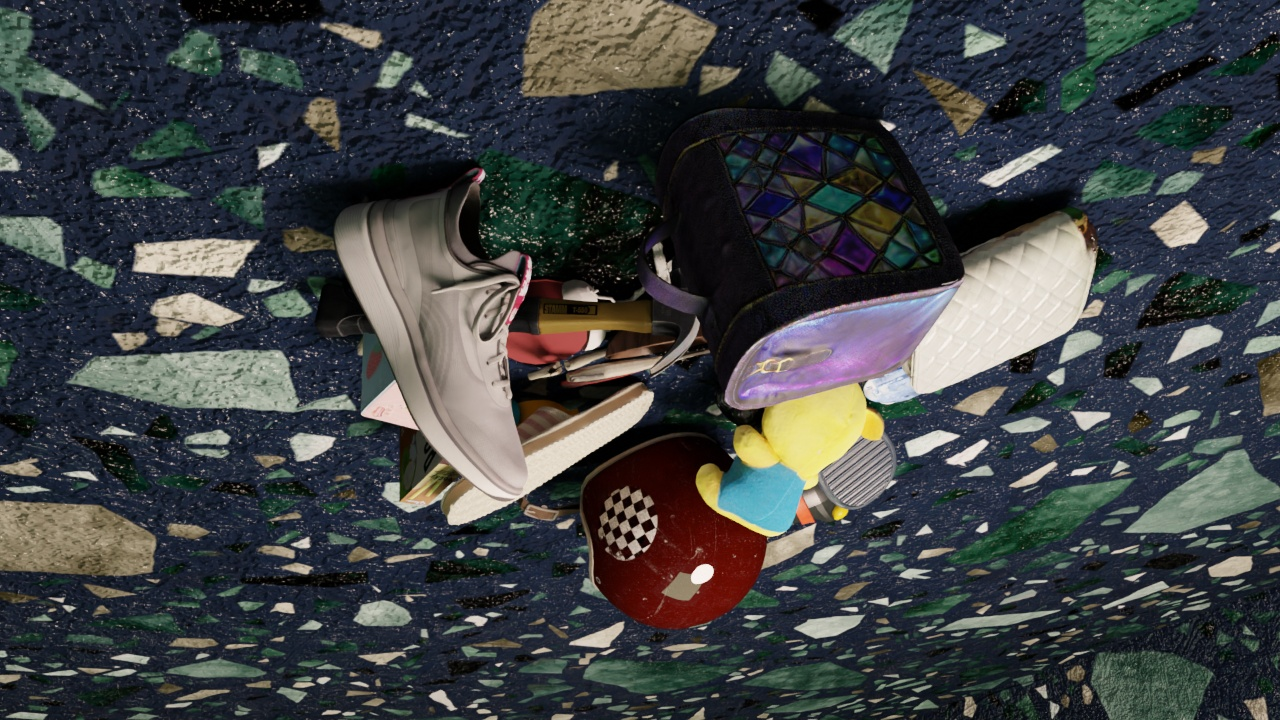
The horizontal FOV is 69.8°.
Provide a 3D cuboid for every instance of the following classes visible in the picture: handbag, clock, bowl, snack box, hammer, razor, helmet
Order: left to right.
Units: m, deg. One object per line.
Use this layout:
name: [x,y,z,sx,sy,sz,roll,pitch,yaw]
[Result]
snack box: [-0.202,0.007,0.861,0.094,0.092,0.080,20,138,-38]
snack box: [-0.195,0.065,0.945,0.031,0.101,0.187,16,140,-34]
hammer: [-0.114,-0.039,0.797,0.333,0.117,0.025,0,151,1]
clock: [-0.138,0.078,1.038,0.129,0.043,0.099,-3,148,-22]
clock: [-0.083,-0.038,0.866,0.124,0.044,0.087,-11,148,3]
helmet: [0.027,0.204,1.138,0.233,0.253,0.234,11,136,-44]
bowl: [0.022,-0.028,0.893,0.119,0.032,0.119,-10,177,-1]
razor: [0.130,0.065,1.061,0.053,0.063,0.140,-19,145,16]
handbag: [0.107,-0.081,0.707,0.221,0.204,0.126,-7,148,-15]
clock: [0.294,0.013,1.032,0.089,0.051,0.125,-23,145,20]
handbag: [0.328,-0.059,0.875,0.195,0.072,0.139,-24,141,-4]

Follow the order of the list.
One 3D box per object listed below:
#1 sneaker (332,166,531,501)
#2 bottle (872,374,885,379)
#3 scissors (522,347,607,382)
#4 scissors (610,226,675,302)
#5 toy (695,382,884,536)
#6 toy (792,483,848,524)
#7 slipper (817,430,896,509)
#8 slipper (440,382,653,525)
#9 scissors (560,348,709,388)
sneaker: [-0.130,-0.022,0.721,0.129,0.263,0.096,-25,178,9]
bottle: [0.256,-0.032,0.946,0.047,0.047,0.113,11,120,-28]
scissors: [-0.084,0.010,0.897,0.163,0.012,0.154,-22,-175,-43]
scissors: [0.008,-0.074,0.862,0.165,0.014,0.141,-22,148,21]
toy: [0.165,0.096,0.989,0.149,0.084,0.214,30,105,-37]
toy: [0.200,0.173,1.216,0.119,0.097,0.100,-25,132,8]
slipper: [0.220,0.072,1.090,0.101,0.082,0.263,-35,124,5]
slipper: [-0.101,0.090,0.987,0.262,0.052,0.115,-28,159,-26]
scissors: [-0.008,0.006,0.933,0.200,0.015,0.179,-14,177,25]
